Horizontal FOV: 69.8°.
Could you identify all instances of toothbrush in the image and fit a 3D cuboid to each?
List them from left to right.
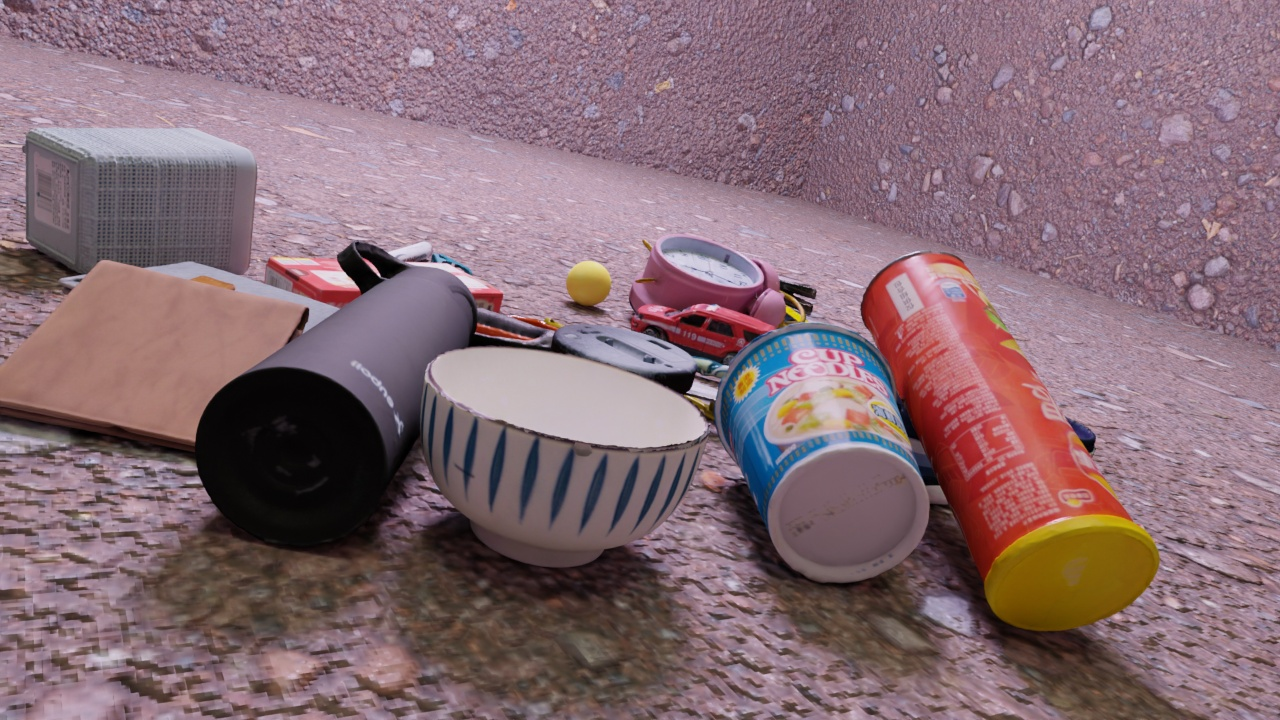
[{"bbox_3d":[-0.004,0.004,0.641,0.190,0.017,0.015,26,20,37],"label":"toothbrush"},{"bbox_3d":[0.054,0.009,0.682,0.192,0.016,0.018,17,25,11],"label":"toothbrush"},{"bbox_3d":[0.235,0.082,0.574,0.179,0.016,0.016,5,15,-30],"label":"toothbrush"}]

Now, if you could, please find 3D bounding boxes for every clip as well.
[{"bbox_3d":[-0.172,-0.083,0.810,0.034,0.013,0.055,5,19,-32],"label":"clip"}]

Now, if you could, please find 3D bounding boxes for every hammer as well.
[{"bbox_3d":[0.147,-0.047,0.934,0.126,0.032,0.323,11,15,-8],"label":"hammer"}]

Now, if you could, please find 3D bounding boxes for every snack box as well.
[{"bbox_3d":[-0.181,-0.050,0.659,0.075,0.025,0.152,27,20,37],"label":"snack box"}]

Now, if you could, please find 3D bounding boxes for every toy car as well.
[{"bbox_3d":[0.052,-0.022,0.736,0.120,0.045,0.052,15,14,10],"label":"toy car"}]

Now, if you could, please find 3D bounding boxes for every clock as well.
[{"bbox_3d":[-0.022,0.017,0.506,0.082,0.055,0.121,27,21,38],"label":"clock"},{"bbox_3d":[0.071,-0.059,0.815,0.158,0.060,0.117,17,27,-6],"label":"clock"}]

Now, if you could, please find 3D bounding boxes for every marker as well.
[{"bbox_3d":[-0.209,-0.087,0.784,0.017,0.017,0.145,15,15,5],"label":"marker"}]

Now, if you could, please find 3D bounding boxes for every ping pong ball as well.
[{"bbox_3d":[-0.046,-0.069,0.819,0.040,0.040,0.040,13,15,-4],"label":"ping pong ball"}]

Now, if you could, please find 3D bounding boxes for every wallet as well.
[{"bbox_3d":[-0.220,-0.004,0.420,0.101,0.020,0.115,13,34,-6],"label":"wallet"},{"bbox_3d":[-0.235,-0.028,0.512,0.130,0.037,0.106,18,15,14],"label":"wallet"}]

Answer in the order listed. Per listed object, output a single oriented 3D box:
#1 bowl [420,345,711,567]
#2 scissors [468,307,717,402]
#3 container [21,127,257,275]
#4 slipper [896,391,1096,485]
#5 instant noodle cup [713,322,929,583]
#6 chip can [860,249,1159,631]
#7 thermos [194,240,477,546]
[{"bbox_3d":[-0.035,0.042,0.378,0.116,0.066,0.116,13,14,-3],"label":"bowl"},{"bbox_3d":[-0.018,-0.004,0.619,0.235,0.022,0.139,11,12,4],"label":"scissors"},{"bbox_3d":[-0.331,-0.105,0.608,0.090,0.090,0.111,22,20,28],"label":"container"},{"bbox_3d":[0.202,0.027,0.603,0.252,0.095,0.105,12,12,-20],"label":"slipper"},{"bbox_3d":[0.090,0.047,0.443,0.099,0.099,0.109,12,23,-7],"label":"instant noodle cup"},{"bbox_3d":[0.174,0.029,0.470,0.073,0.073,0.216,10,37,-15],"label":"chip can"},{"bbox_3d":[-0.133,-0.004,0.435,0.090,0.068,0.242,47,9,-13],"label":"thermos"}]
